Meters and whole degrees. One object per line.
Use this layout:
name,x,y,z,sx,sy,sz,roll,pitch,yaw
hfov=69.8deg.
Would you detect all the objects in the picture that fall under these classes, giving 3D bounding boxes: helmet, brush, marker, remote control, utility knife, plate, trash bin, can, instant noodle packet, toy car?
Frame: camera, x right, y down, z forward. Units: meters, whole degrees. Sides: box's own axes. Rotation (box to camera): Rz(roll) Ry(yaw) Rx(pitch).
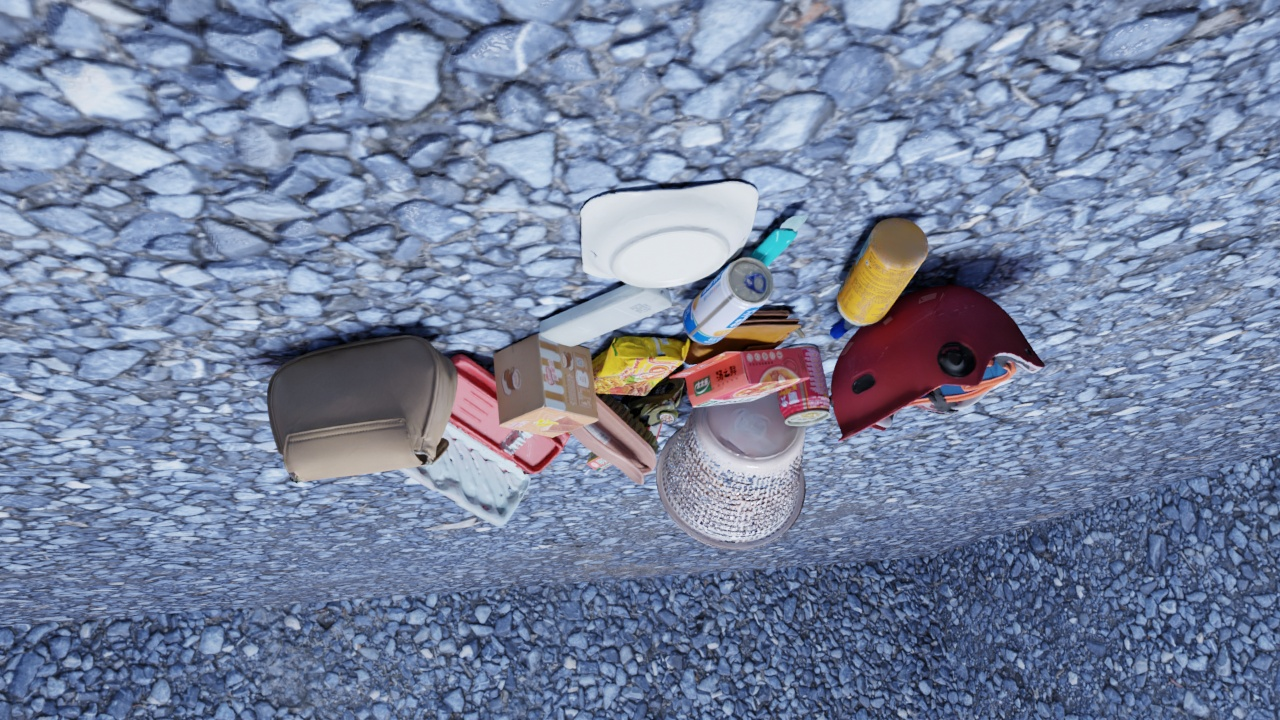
helmet,0.316,-0.004,1.060,0.239,0.144,0.207,-16,166,-16
brush,-0.037,0.098,1.203,0.145,0.072,0.063,44,134,-11
marker,0.270,-0.061,1.092,0.017,0.017,0.146,0,158,-21
remote control,-0.039,-0.051,0.997,0.150,0.021,0.058,-21,156,31
utility knife,0.125,-0.105,0.923,0.029,0.013,0.179,7,160,-15
plate,0.027,-0.107,0.859,0.163,0.034,0.164,-6,158,-4
trash bin,0.142,0.129,1.306,0.227,0.227,0.192,-5,147,-8
can,0.089,-0.060,0.957,0.053,0.053,0.135,-1,165,-17
can,0.212,0.034,1.210,0.066,0.093,0.067,-7,159,-3
can,0.248,-0.089,0.953,0.058,0.058,0.146,-6,159,-5
instant noodle packet,-0.007,0.007,1.134,0.110,0.044,0.129,-2,158,-27
toy car,0.008,0.062,1.246,0.042,0.070,0.159,39,135,-24

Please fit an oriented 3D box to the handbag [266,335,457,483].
handbag,-0.299,0.055,1.004,0.205,0.147,0.100,-8,158,13

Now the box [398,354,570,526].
box,-0.195,0.101,1.120,0.201,0.160,0.050,41,174,-38

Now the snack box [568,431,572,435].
snack box,-0.147,0.078,1.268,0.126,0.053,0.113,-24,154,25

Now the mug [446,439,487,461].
mug,-0.251,0.095,1.179,0.104,0.083,0.124,-27,107,37

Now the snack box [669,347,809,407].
snack box,0.121,0.022,1.127,0.126,0.044,0.113,-4,166,-36

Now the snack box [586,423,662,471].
snack box,-0.018,0.104,1.333,0.027,0.076,0.156,34,142,-19

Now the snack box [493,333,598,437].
snack box,-0.112,0.031,1.087,0.077,0.092,0.094,-22,156,33

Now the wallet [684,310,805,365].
wallet,0.126,-0.027,1.114,0.119,0.035,0.131,2,160,-17
